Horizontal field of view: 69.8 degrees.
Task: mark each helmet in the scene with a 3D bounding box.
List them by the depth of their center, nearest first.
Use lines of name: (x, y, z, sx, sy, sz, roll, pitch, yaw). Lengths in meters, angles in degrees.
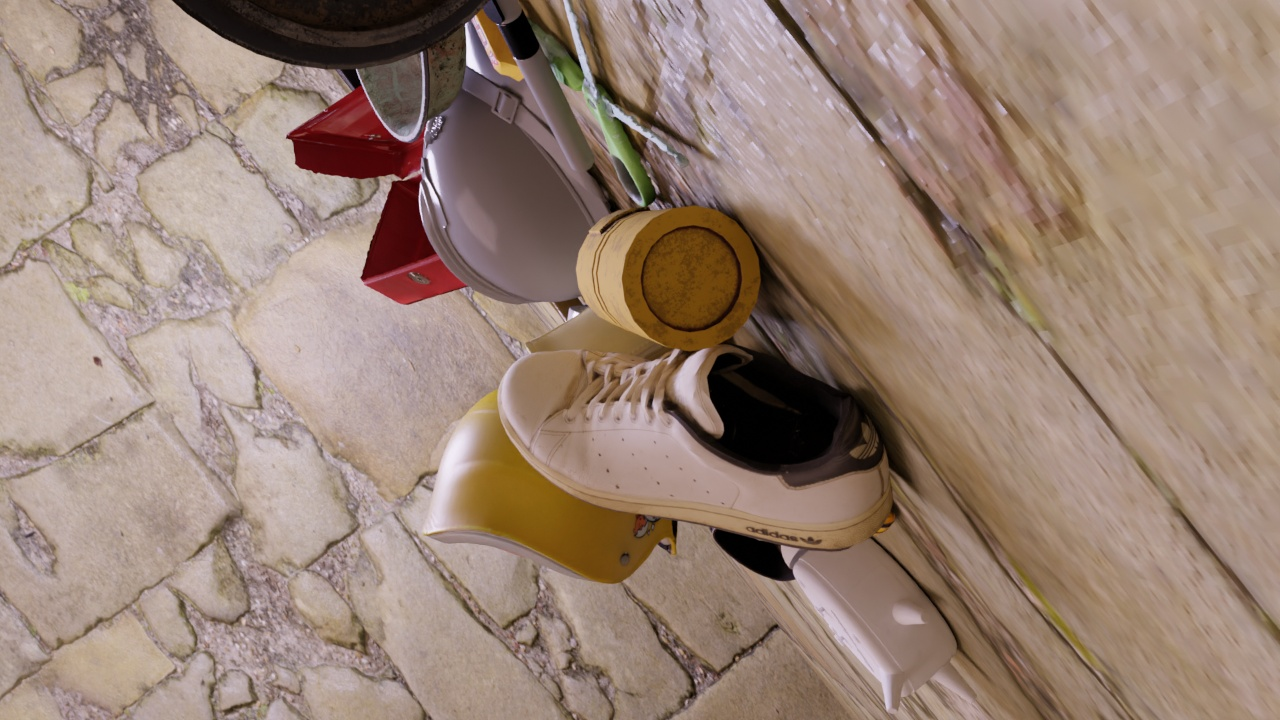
helmet: (-0.108, -0.120, 0.695, 0.271, 0.117, 0.183, 58, 172, -34)
helmet: (-0.060, 0.085, 0.790, 0.209, 0.139, 0.239, 10, -175, 21)

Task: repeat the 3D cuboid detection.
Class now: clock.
clock: (0.169, 0.193, 0.700, 0.125, 0.073, 0.161, 55, 173, -30)

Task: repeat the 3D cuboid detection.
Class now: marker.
marker: (-0.054, -0.150, 0.486, 0.016, 0.016, 0.140, 47, 173, 34)

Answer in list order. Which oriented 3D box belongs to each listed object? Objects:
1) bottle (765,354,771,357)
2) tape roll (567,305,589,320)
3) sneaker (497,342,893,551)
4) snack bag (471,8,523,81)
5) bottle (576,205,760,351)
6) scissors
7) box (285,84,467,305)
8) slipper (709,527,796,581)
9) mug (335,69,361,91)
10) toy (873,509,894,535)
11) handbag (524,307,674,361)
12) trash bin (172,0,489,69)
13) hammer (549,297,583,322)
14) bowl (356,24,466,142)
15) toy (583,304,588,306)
bottle: (0.068, 0.018, 0.597, 0.036, 0.036, 0.110, 51, 174, 1)
tape roll: (-0.012, -0.029, 0.732, 0.093, 0.013, 0.093, 9, -171, -2)
sneaker: (0.017, 0.030, 0.504, 0.242, 0.088, 0.102, 13, 147, 22)
snack bag: (-0.087, -0.198, 0.491, 0.099, 0.020, 0.026, 66, 170, -16)
bottle: (0.005, -0.050, 0.513, 0.071, 0.071, 0.164, 53, 173, -14)
scissors: (-0.025, -0.137, 0.479, 0.174, 0.022, 0.171, 55, 174, 25)
box: (-0.195, -0.138, 0.813, 0.157, 0.153, 0.168, -12, 90, 42)
slipper: (0.111, 0.174, 0.986, 0.268, 0.075, 0.113, 44, 170, 51)
mug: (-0.217, -0.265, 0.785, 0.078, 0.088, 0.113, 45, 171, 45)
toy: (0.113, 0.074, 0.578, 0.103, 0.046, 0.084, 48, 154, 7)
handbag: (-0.004, 0.004, 0.648, 0.081, 0.119, 0.111, 57, 177, 34)
trash bin: (-0.146, -0.206, 0.327, 0.227, 0.164, 0.164, 42, 169, 40)
hammer: (-0.106, -0.105, 0.883, 0.333, 0.118, 0.025, 54, 173, 32)
bowl: (-0.152, -0.223, 0.590, 0.157, 0.038, 0.158, 41, 142, 43)
toy: (-0.029, -0.020, 0.947, 0.113, 0.071, 0.176, 41, 175, -10)
